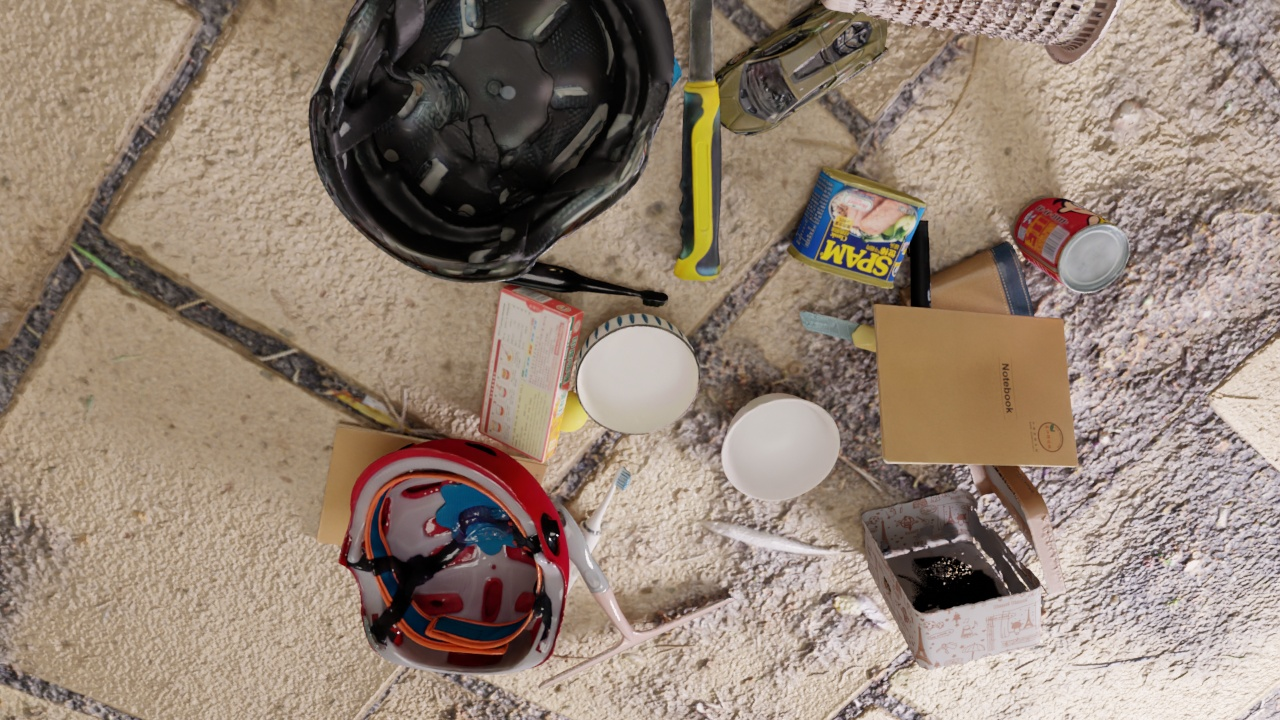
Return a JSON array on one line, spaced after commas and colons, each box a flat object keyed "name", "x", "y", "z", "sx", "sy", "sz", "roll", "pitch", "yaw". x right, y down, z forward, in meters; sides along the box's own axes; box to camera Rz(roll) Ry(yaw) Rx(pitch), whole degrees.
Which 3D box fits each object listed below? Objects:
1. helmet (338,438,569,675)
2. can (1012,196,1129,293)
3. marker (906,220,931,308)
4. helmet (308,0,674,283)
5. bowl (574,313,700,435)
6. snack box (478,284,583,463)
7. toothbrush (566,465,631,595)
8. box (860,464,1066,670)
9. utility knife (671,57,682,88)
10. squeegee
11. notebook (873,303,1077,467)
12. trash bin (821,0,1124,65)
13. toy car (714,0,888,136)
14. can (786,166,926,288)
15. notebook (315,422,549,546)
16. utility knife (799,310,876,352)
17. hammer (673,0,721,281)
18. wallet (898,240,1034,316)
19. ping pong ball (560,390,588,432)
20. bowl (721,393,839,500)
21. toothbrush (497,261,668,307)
[{"name": "helmet", "x": -0.165, "y": 0.170, "z": 0.878, "sx": 0.207, "sy": 0.143, "sz": 0.240, "roll": -5, "pitch": 107, "yaw": 12}, {"name": "can", "x": 0.393, "y": -0.109, "z": 0.845, "sx": 0.066, "sy": 0.093, "sz": 0.067, "roll": -3, "pitch": 117, "yaw": -6}, {"name": "marker", "x": 0.264, "y": -0.066, "z": 0.870, "sx": 0.022, "sy": 0.020, "sz": 0.132, "roll": -2, "pitch": 98, "yaw": 14}, {"name": "helmet", "x": -0.113, "y": -0.199, "z": 0.700, "sx": 0.230, "sy": 0.157, "sz": 0.274, "roll": 37, "pitch": 96, "yaw": -21}, {"name": "bowl", "x": -0.005, "y": 0.005, "z": 0.868, "sx": 0.116, "sy": 0.066, "sz": 0.117, "roll": -3, "pitch": 118, "yaw": -5}, {"name": "snack box", "x": -0.105, "y": 0.013, "z": 0.861, "sx": 0.077, "sy": 0.026, "sz": 0.156, "roll": 23, "pitch": 117, "yaw": 19}, {"name": "toothbrush", "x": -0.065, "y": 0.202, "z": 0.984, "sx": 0.026, "sy": 0.026, "sz": 0.221, "roll": 37, "pitch": 112, "yaw": 20}, {"name": "box", "x": 0.321, "y": 0.172, "z": 0.932, "sx": 0.157, "sy": 0.183, "sz": 0.194, "roll": -15, "pitch": 117, "yaw": 0}, {"name": "utility knife", "x": -0.037, "y": -0.184, "z": 0.793, "sx": 0.034, "sy": 0.018, "sz": 0.205, "roll": 35, "pitch": 106, "yaw": -24}, {"name": "squeegee", "x": -0.042, "y": 0.243, "z": 0.976, "sx": 0.247, "sy": 0.040, "sz": 0.250, "roll": -25, "pitch": 123, "yaw": 1}, {"name": "notebook", "x": 0.314, "y": 0.024, "z": 0.857, "sx": 0.207, "sy": 0.008, "sz": 0.147, "roll": 3, "pitch": 78, "yaw": -16}, {"name": "trash bin", "x": 0.231, "y": -0.331, "z": 0.658, "sx": 0.192, "sy": 0.227, "sz": 0.228, "roll": 2, "pitch": 117, "yaw": 5}, {"name": "toy car", "x": 0.133, "y": -0.247, "z": 0.772, "sx": 0.158, "sy": 0.042, "sz": 0.070, "roll": -32, "pitch": 116, "yaw": 12}, {"name": "can", "x": 0.197, "y": -0.121, "z": 0.836, "sx": 0.102, "sy": 0.057, "sz": 0.083, "roll": 13, "pitch": 112, "yaw": -14}, {"name": "notebook", "x": -0.215, "y": 0.147, "z": 0.946, "sx": 0.211, "sy": 0.012, "sz": 0.150, "roll": 13, "pitch": 116, "yaw": -13}, {"name": "utility knife", "x": 0.253, "y": -0.016, "z": 0.892, "sx": 0.206, "sy": 0.021, "sz": 0.031, "roll": 11, "pitch": 114, "yaw": -9}, {"name": "hammer", "x": 0.053, "y": -0.210, "z": 0.759, "sx": 0.126, "sy": 0.031, "sz": 0.324, "roll": 0, "pitch": 125, "yaw": 4}, {"name": "wallet", "x": 0.320, "y": -0.055, "z": 0.900, "sx": 0.115, "sy": 0.033, "sz": 0.090, "roll": -25, "pitch": 115, "yaw": 7}, {"name": "ping pong ball", "x": -0.071, "y": 0.050, "z": 0.897, "sx": 0.040, "sy": 0.040, "sz": 0.040, "roll": -3, "pitch": 117, "yaw": -6}, {"name": "bowl", "x": 0.134, "y": 0.075, "z": 0.923, "sx": 0.118, "sy": 0.064, "sz": 0.118, "roll": -3, "pitch": 116, "yaw": -6}, {"name": "toothbrush", "x": -0.077, "y": -0.074, "z": 0.843, "sx": 0.212, "sy": 0.026, "sz": 0.027, "roll": 10, "pitch": 150, "yaw": -14}]
